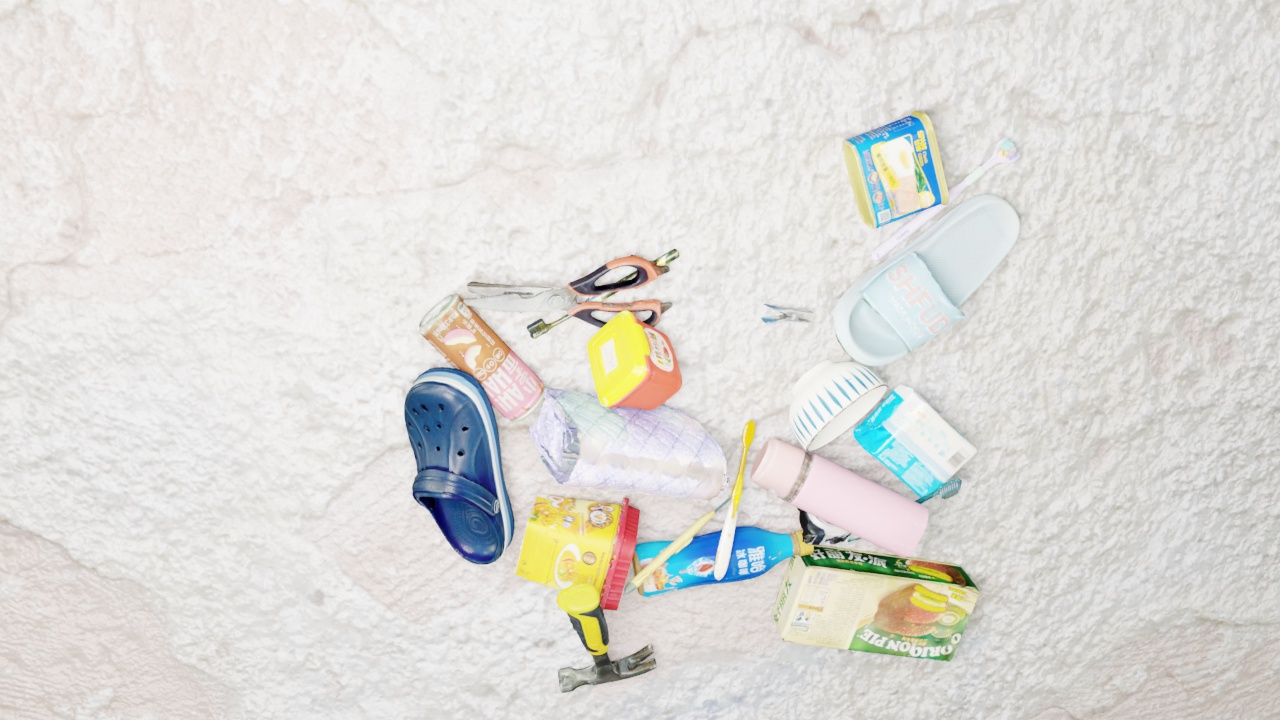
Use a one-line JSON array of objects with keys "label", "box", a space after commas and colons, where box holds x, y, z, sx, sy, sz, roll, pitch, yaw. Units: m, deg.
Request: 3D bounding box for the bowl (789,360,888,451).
[{"label": "bowl", "box": [0.213, 0.043, 1.038, 0.116, 0.116, 0.066, -41, 69, 9]}]

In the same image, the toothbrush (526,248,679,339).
[{"label": "toothbrush", "box": [-0.041, -0.074, 0.996, 0.186, 0.012, 0.017, -29, 126, 4]}]

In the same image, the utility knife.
[{"label": "utility knife", "box": [0.050, 0.207, 1.074, 0.197, 0.031, 0.021, -42, 94, -25]}]

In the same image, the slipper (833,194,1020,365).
[{"label": "slipper", "box": [0.322, -0.083, 1.000, 0.245, 0.074, 0.104, -42, 112, -1]}]

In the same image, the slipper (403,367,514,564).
[{"label": "slipper", "box": [-0.207, 0.127, 0.998, 0.105, 0.095, 0.253, 3, 121, 19]}]

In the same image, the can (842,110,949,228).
[{"label": "can", "box": [0.267, -0.199, 0.967, 0.083, 0.057, 0.102, -20, 113, 3]}]

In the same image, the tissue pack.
[{"label": "tissue pack", "box": [0.324, 0.097, 1.086, 0.140, 0.063, 0.090, 38, 102, -26]}]

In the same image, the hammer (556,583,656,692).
[{"label": "hammer", "box": [-0.049, 0.321, 1.051, 0.126, 0.031, 0.324, -10, 148, -3]}]

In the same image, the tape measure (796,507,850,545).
[{"label": "tape measure", "box": [0.225, 0.190, 1.109, 0.066, 0.065, 0.034, 4, 144, -7]}]

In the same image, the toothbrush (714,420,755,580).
[{"label": "toothbrush", "box": [0.110, 0.163, 1.077, 0.016, 0.018, 0.191, 12, 89, -5]}]

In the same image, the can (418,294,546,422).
[{"label": "can", "box": [-0.168, -0.002, 0.984, 0.058, 0.058, 0.147, -39, 112, 8]}]

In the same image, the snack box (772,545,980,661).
[{"label": "snack box", "box": [0.298, 0.309, 1.170, 0.240, 0.063, 0.115, 9, 110, -12]}]

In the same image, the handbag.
[{"label": "handbag", "box": [-0.014, 0.094, 0.984, 0.193, 0.134, 0.076, 10, 108, -30]}]

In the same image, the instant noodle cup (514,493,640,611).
[{"label": "instant noodle cup", "box": [-0.073, 0.215, 1.061, 0.123, 0.116, 0.116, 15, 109, -2]}]

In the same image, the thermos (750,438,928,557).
[{"label": "thermos", "box": [0.225, 0.158, 1.067, 0.198, 0.087, 0.067, 24, 74, 2]}]

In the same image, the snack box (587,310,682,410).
[{"label": "snack box", "box": [-0.006, 0.006, 0.984, 0.080, 0.091, 0.082, 19, 133, -42]}]

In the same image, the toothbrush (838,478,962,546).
[{"label": "toothbrush", "box": [0.309, 0.188, 1.104, 0.016, 0.018, 0.192, 33, 132, -19]}]

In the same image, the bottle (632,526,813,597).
[{"label": "bottle", "box": [0.100, 0.237, 1.112, 0.218, 0.065, 0.065, -9, 112, -4]}]

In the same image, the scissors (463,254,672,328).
[{"label": "scissors", "box": [-0.072, -0.076, 0.968, 0.197, 0.015, 0.205, -41, 125, 14]}]

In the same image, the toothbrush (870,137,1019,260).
[{"label": "toothbrush", "box": [0.330, -0.172, 1.005, 0.189, 0.021, 0.029, -40, 97, 11]}]

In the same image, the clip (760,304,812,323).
[{"label": "clip", "box": [0.166, -0.052, 1.029, 0.058, 0.026, 0.041, 5, 103, -10]}]
